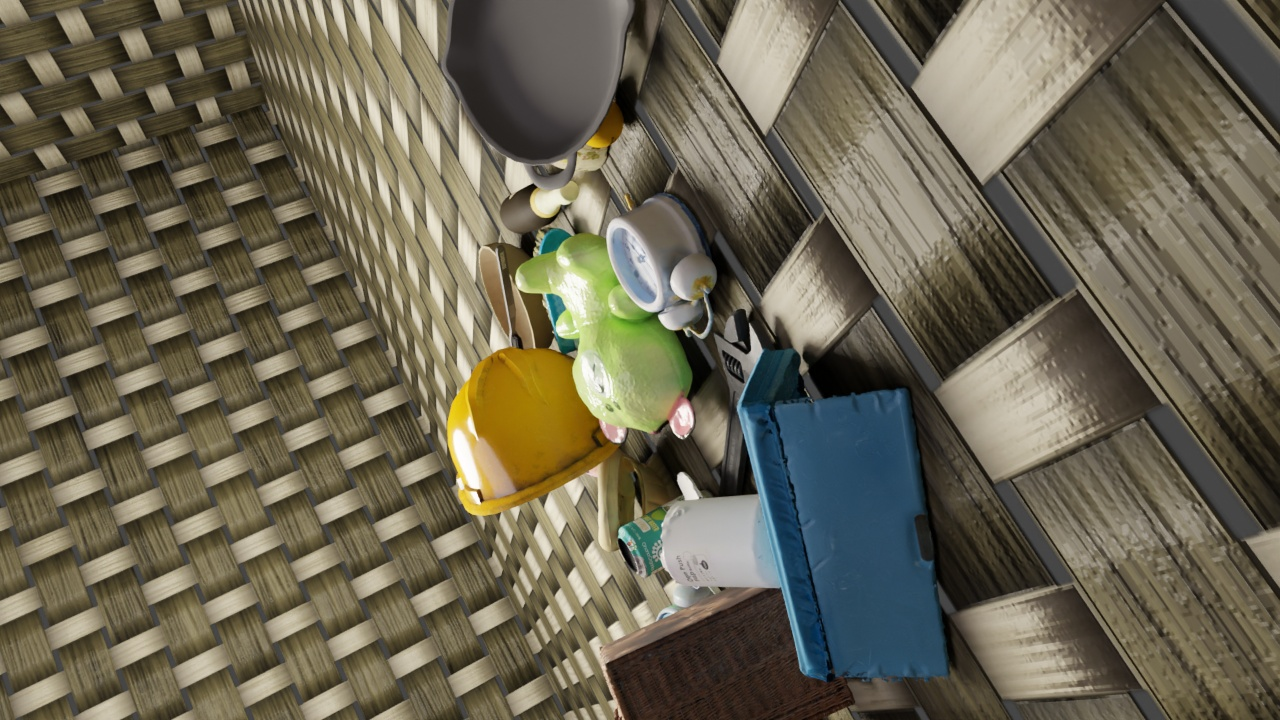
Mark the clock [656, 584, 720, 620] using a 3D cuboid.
[{"bbox_3d":[0.076,0.308,1.010,0.122,0.075,0.162,46,140,45],"label":"clock"}]

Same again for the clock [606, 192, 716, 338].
[{"bbox_3d":[0.022,-0.073,0.727,0.125,0.051,0.089,55,157,20],"label":"clock"}]

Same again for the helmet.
[{"bbox_3d":[-0.129,0.052,1.001,0.255,0.205,0.131,-113,-1,-77],"label":"helmet"}]

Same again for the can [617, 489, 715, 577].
[{"bbox_3d":[0.031,0.170,0.908,0.055,0.101,0.055,52,157,34],"label":"can"}]

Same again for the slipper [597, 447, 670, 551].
[{"bbox_3d":[-0.005,0.160,1.034,0.262,0.079,0.111,85,-178,-76],"label":"slipper"}]

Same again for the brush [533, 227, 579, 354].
[{"bbox_3d":[-0.072,-0.072,0.954,0.075,0.055,0.136,42,150,57],"label":"brush"}]

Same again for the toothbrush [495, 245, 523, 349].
[{"bbox_3d":[-0.154,-0.069,1.079,0.013,0.012,0.168,40,149,34],"label":"toothbrush"}]

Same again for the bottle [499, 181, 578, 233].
[{"bbox_3d":[-0.100,-0.161,0.938,0.185,0.045,0.045,5,118,68],"label":"bottle"}]

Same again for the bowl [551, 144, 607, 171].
[{"bbox_3d":[-0.090,-0.227,0.810,0.145,0.063,0.145,52,156,35],"label":"bowl"}]

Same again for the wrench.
[{"bbox_3d":[0.083,0.056,0.772,0.073,0.018,0.274,52,158,33],"label":"wrench"}]

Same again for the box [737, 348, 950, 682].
[{"bbox_3d":[0.150,0.107,0.640,0.094,0.112,0.232,-55,-46,-59],"label":"box"}]

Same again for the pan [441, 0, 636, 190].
[{"bbox_3d":[-0.089,-0.312,0.704,0.217,0.024,0.355,1,104,41],"label":"pan"}]

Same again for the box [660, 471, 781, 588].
[{"bbox_3d":[0.073,0.145,0.802,0.147,0.136,0.084,-10,111,31],"label":"box"}]

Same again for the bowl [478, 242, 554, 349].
[{"bbox_3d":[-0.144,-0.079,1.136,0.152,0.050,0.153,51,155,34],"label":"bowl"}]

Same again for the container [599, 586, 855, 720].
[{"bbox_3d":[0.066,0.274,0.800,0.114,0.198,0.112,117,129,-80],"label":"container"}]

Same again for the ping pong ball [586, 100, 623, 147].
[{"bbox_3d":[-0.033,-0.192,0.740,0.040,0.040,0.040,52,156,34],"label":"ping pong ball"}]

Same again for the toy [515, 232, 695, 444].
[{"bbox_3d":[-0.020,-0.023,0.830,0.150,0.107,0.197,-18,106,53],"label":"toy"}]

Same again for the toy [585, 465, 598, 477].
[{"bbox_3d":[-0.069,0.106,1.136,0.096,0.052,0.099,10,133,19],"label":"toy"}]
